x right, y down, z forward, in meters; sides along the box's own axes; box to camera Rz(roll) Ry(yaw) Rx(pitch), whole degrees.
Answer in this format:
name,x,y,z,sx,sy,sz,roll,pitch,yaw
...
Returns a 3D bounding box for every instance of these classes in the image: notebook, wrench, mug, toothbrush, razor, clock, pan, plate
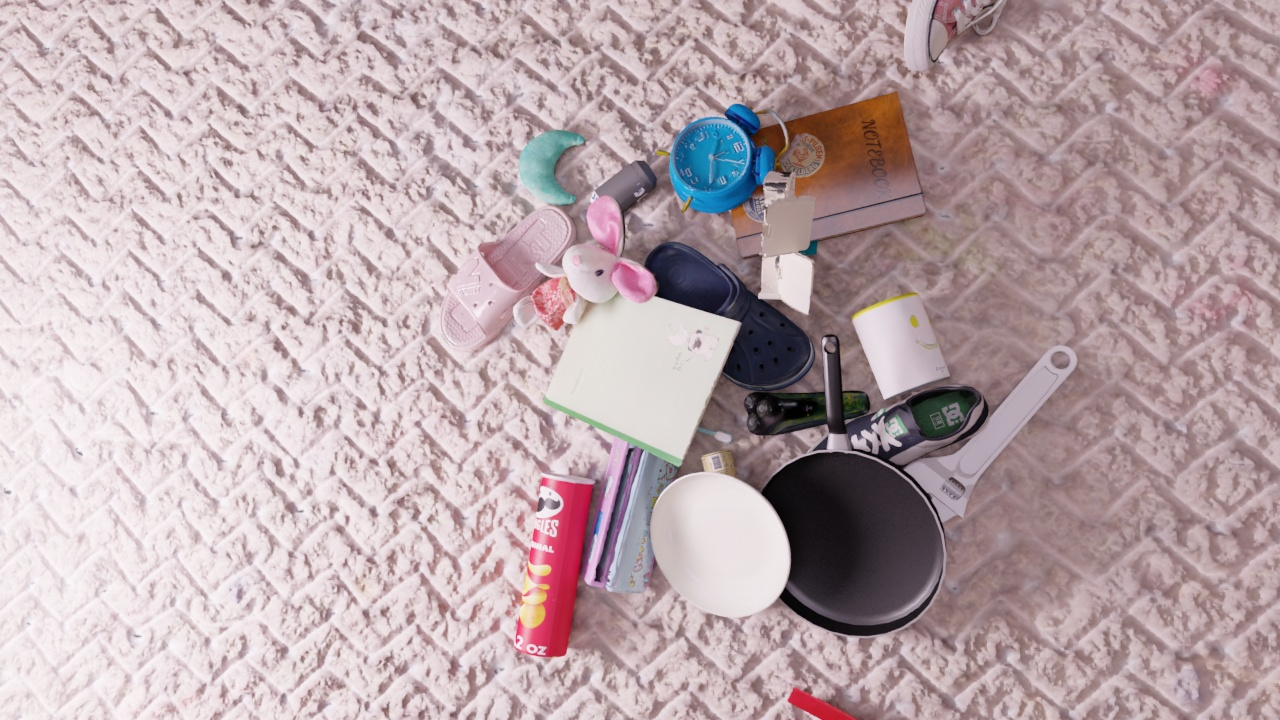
name,x,y,z,sx,sy,sz,roll,pitch,yaw
notebook,0.219,-0.223,1.162,0.249,0.014,0.178,-13,81,12
wrench,0.405,0.084,1.080,0.087,0.018,0.273,40,93,16
mug,0.306,-0.016,1.081,0.083,0.082,0.106,-21,80,11
toothbrush,0.033,0.074,1.173,0.181,0.016,0.016,17,89,16
razor,0.202,0.058,1.109,0.151,0.067,0.054,-6,78,5
clock,0.107,-0.257,1.153,0.161,0.060,0.116,-26,77,9
pan,0.232,0.144,1.049,0.226,0.034,0.356,-1,100,28
notebook,-0.007,0.007,1.134,0.253,0.010,0.182,21,88,42
plate,0.099,0.216,1.100,0.183,0.034,0.182,8,107,28

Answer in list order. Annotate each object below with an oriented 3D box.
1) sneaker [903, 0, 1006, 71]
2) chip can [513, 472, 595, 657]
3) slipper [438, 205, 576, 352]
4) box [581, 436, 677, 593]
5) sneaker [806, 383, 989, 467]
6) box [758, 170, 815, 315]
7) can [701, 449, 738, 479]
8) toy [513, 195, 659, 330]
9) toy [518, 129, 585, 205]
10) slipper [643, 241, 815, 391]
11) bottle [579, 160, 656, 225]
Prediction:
name,x,y,z,sx,sy,sz,roll,pitch,yaw
sneaker,0.398,-0.449,1.098,0.088,0.118,0.241,25,84,33
chip can,-0.109,0.256,1.159,0.069,0.069,0.220,8,86,15
slipper,-0.187,-0.116,1.225,0.239,0.064,0.094,-45,76,4
box,-0.014,0.179,1.142,0.096,0.077,0.214,14,87,14
sneaker,0.285,0.089,1.065,0.236,0.079,0.084,-27,66,14
box,0.170,-0.133,1.051,0.069,0.190,0.144,4,112,13
can,0.103,0.153,1.134,0.038,0.038,0.079,-17,80,11
toy,-0.078,-0.103,1.170,0.195,0.084,0.159,-30,69,22
toy,-0.122,-0.262,1.243,0.085,0.033,0.105,7,84,3
slipper,0.097,-0.056,1.134,0.253,0.095,0.105,41,92,18
bottle,-0.031,-0.217,1.206,0.112,0.047,0.047,-37,77,8
